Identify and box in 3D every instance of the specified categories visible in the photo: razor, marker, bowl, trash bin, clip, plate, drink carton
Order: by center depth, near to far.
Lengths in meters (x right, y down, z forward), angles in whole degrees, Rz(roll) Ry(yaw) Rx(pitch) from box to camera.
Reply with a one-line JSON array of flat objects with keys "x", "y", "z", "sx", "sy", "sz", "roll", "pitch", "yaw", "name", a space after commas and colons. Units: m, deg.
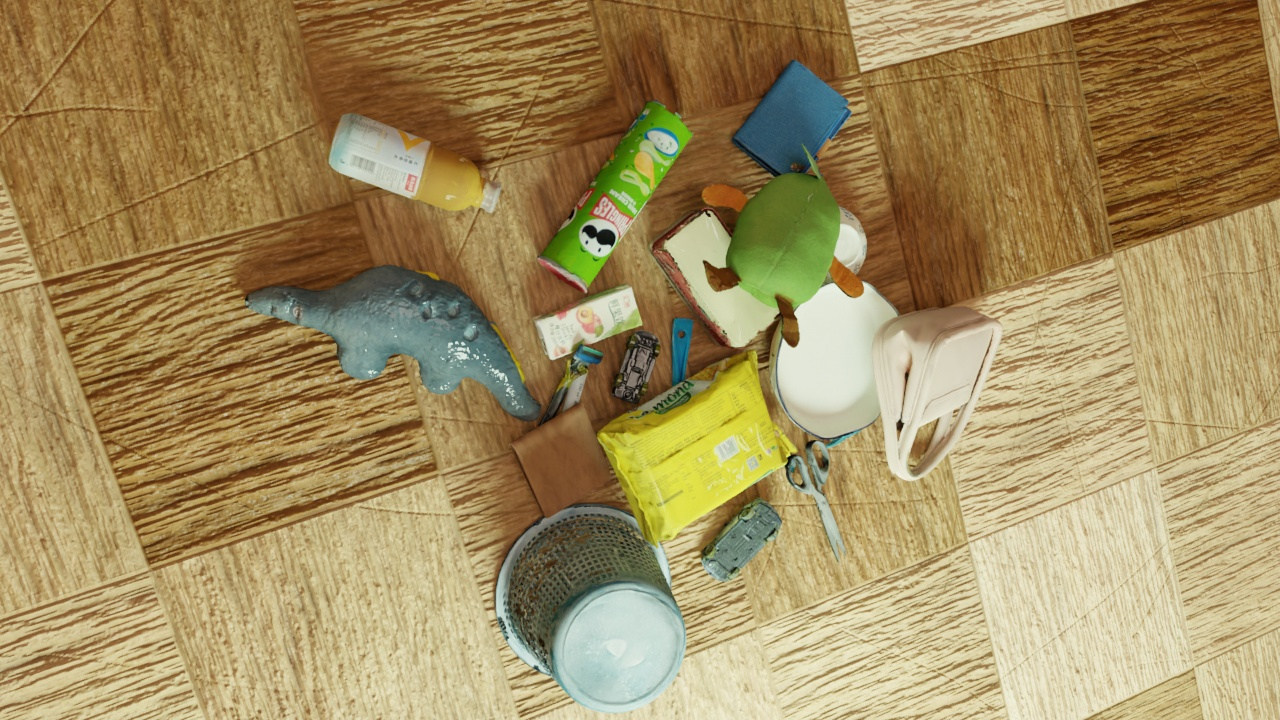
[{"x": -0.044, "y": 0.298, "z": 1.066, "sx": 0.226, "sy": 0.195, "sz": 0.226, "roll": -1, "pitch": 95, "yaw": -16, "name": "trash bin"}, {"x": -0.096, "y": 0.043, "z": 1.108, "sx": 0.042, "sy": 0.022, "sz": 0.143, "roll": 20, "pitch": 104, "yaw": -47, "name": "razor"}, {"x": -0.064, "y": -0.048, "z": 1.110, "sx": 0.122, "sy": 0.045, "sz": 0.053, "roll": -22, "pitch": 105, "yaw": -12, "name": "drink carton"}, {"x": -0.087, "y": 0.066, "z": 1.129, "sx": 0.022, "sy": 0.018, "sz": 0.130, "roll": 16, "pitch": 90, "yaw": -41, "name": "marker"}, {"x": 0.244, "y": -0.146, "z": 1.179, "sx": 0.113, "sy": 0.062, "sz": 0.113, "roll": -1, "pitch": 95, "yaw": -14, "name": "bowl"}, {"x": 0.249, "y": -0.003, "z": 1.182, "sx": 0.204, "sy": 0.045, "sz": 0.205, "roll": -6, "pitch": 104, "yaw": -25, "name": "plate"}, {"x": 0.270, "y": 0.097, "z": 1.230, "sx": 0.056, "sy": 0.014, "sz": 0.041, "roll": -21, "pitch": 100, "yaw": -11, "name": "clip"}]

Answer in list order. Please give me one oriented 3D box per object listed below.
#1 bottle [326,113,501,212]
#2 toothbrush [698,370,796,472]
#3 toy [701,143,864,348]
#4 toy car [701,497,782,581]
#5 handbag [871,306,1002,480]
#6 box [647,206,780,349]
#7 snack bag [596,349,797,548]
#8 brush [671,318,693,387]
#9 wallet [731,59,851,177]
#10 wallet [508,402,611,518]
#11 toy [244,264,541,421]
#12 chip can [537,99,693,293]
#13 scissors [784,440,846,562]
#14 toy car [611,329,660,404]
[{"x": -0.252, "y": -0.216, "z": 1.034, "sx": 0.189, "sy": 0.068, "sz": 0.068, "roll": 18, "pitch": 89, "yaw": -16, "name": "bottle"}, {"x": 0.141, "y": 0.078, "z": 1.193, "sx": 0.191, "sy": 0.016, "sz": 0.018, "roll": 46, "pitch": 72, "yaw": -14, "name": "toothbrush"}, {"x": 0.168, "y": -0.137, "z": 1.085, "sx": 0.227, "sy": 0.090, "sz": 0.246, "roll": 34, "pitch": 59, "yaw": -6, "name": "toy"}, {"x": 0.130, "y": 0.233, "z": 1.192, "sx": 0.054, "sy": 0.037, "sz": 0.120, "roll": 42, "pitch": 93, "yaw": -15, "name": "toy car"}, {"x": 0.379, "y": 0.051, "z": 1.201, "sx": 0.192, "sy": 0.093, "sz": 0.234, "roll": -15, "pitch": 115, "yaw": -42, "name": "handbag"}, {"x": 0.094, "y": -0.099, "z": 1.132, "sx": 0.091, "sy": 0.079, "sz": 0.168, "roll": -39, "pitch": 103, "yaw": -10, "name": "box"}, {"x": 0.075, "y": 0.105, "z": 1.110, "sx": 0.245, "sy": 0.068, "sz": 0.158, "roll": -28, "pitch": 100, "yaw": -28, "name": "snack bag"}, {"x": 0.044, "y": 0.074, "z": 1.157, "sx": 0.083, "sy": 0.046, "sz": 0.254, "roll": 5, "pitch": 89, "yaw": -12, "name": "brush"}, {"x": 0.194, "y": -0.298, "z": 1.165, "sx": 0.106, "sy": 0.040, "sz": 0.133, "roll": 37, "pitch": 86, "yaw": -6, "name": "wallet"}, {"x": -0.094, "y": 0.122, "z": 1.112, "sx": 0.101, "sy": 0.020, "sz": 0.115, "roll": -29, "pitch": 118, "yaw": -20, "name": "wallet"}, {"x": -0.262, "y": -0.035, "z": 1.042, "sx": 0.356, "sy": 0.091, "sz": 0.138, "roll": 20, "pitch": 116, "yaw": -15, "name": "toy"}, {"x": -0.029, "y": -0.196, "z": 1.095, "sx": 0.072, "sy": 0.072, "sz": 0.236, "roll": 36, "pitch": 84, "yaw": -15, "name": "chip can"}, {"x": 0.249, "y": 0.186, "z": 1.228, "sx": 0.172, "sy": 0.014, "sz": 0.145, "roll": 31, "pitch": 76, "yaw": -27, "name": "scissors"}, {"x": -0.007, "y": 0.007, "z": 1.136, "sx": 0.042, "sy": 0.035, "sz": 0.090, "roll": 20, "pitch": 88, "yaw": -17, "name": "toy car"}]
